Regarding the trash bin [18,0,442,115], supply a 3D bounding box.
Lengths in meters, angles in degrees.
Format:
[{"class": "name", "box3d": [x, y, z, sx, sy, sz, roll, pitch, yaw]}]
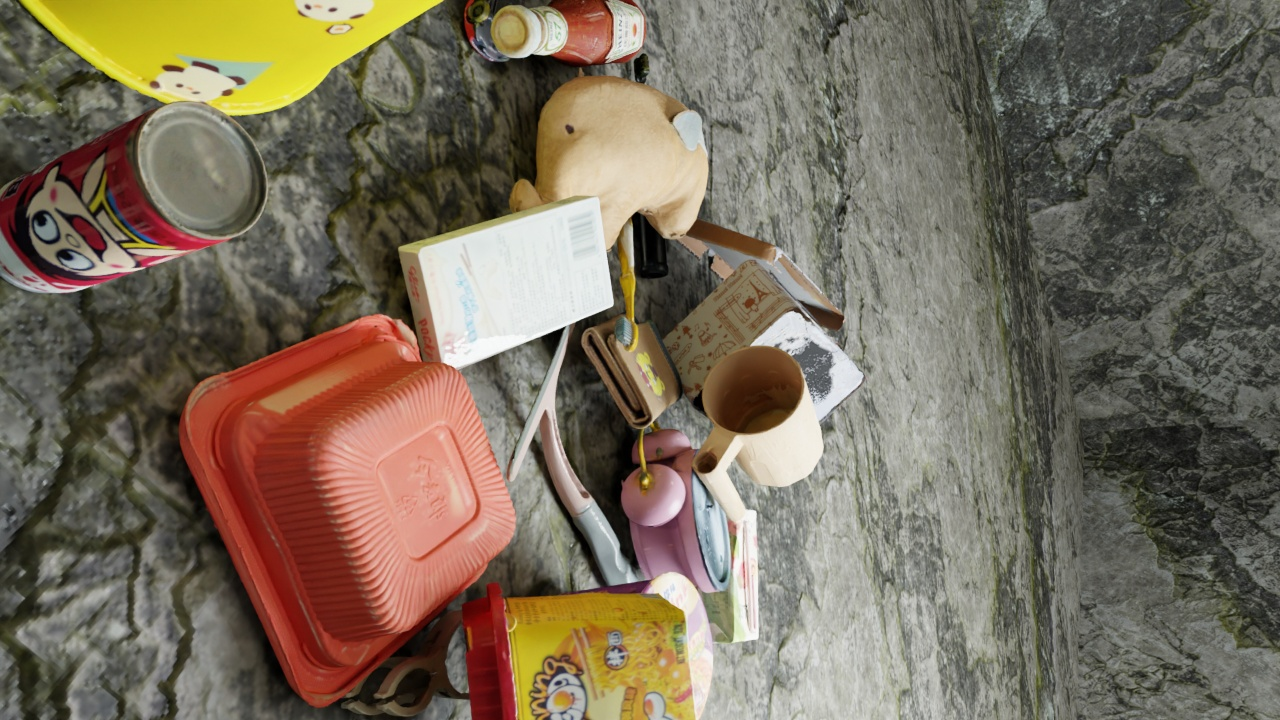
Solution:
[{"class": "trash bin", "box3d": [-0.146, -0.260, 0.422, 0.229, 0.256, 0.229, 17, 69, -54]}]

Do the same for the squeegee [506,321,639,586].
[{"class": "squeegee", "box3d": [-0.042, 0.103, 0.696, 0.247, 0.040, 0.250, -77, 152, -60]}]

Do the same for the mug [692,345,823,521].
[{"class": "mug", "box3d": [0.095, 0.065, 0.765, 0.124, 0.084, 0.103, -56, 145, -17]}]

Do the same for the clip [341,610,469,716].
[{"class": "clip", "box3d": [-0.132, 0.185, 0.546, 0.097, 0.034, 0.061, -1, 82, -62]}]

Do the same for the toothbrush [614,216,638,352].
[{"class": "toothbrush", "box3d": [-0.014, -0.071, 0.746, 0.018, 0.016, 0.191, 40, 28, -31]}]

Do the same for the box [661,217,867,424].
[{"class": "box", "box3d": [0.097, -0.040, 0.892, 0.183, 0.156, 0.192, 36, 13, -48]}]

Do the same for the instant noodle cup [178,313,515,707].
[{"class": "instant noodle cup", "box3d": [-0.144, 0.073, 0.511, 0.164, 0.079, 0.189, -38, 113, -54]}]

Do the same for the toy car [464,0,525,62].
[{"class": "toy car", "box3d": [-0.108, -0.277, 0.689, 0.049, 0.031, 0.106, 18, 79, -59]}]

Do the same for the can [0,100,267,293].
[{"class": "can", "box3d": [-0.217, -0.063, 0.379, 0.053, 0.133, 0.053, 19, 67, -54]}]

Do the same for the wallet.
[{"class": "wallet", "box3d": [-0.004, 0.004, 0.741, 0.090, 0.033, 0.115, 60, 17, 0]}]

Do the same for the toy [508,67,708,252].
[{"class": "toy", "box3d": [-0.032, -0.159, 0.733, 0.225, 0.083, 0.143, -18, 92, -45]}]

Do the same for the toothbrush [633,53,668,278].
[{"class": "toothbrush", "box3d": [0.007, -0.182, 0.848, 0.026, 0.027, 0.212, 0, 81, -21]}]

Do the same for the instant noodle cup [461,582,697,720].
[{"class": "instant noodle cup", "box3d": [-0.037, 0.186, 0.533, 0.123, 0.116, 0.116, -5, 86, -12]}]

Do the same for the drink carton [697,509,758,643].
[{"class": "drink carton", "box3d": [0.084, 0.200, 0.859, 0.053, 0.046, 0.122, 20, 67, -55]}]

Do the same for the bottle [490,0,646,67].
[{"class": "bottle", "box3d": [-0.054, -0.258, 0.717, 0.205, 0.060, 0.060, -44, 120, -62]}]

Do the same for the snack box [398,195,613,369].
[{"class": "snack box", "box3d": [-0.085, -0.056, 0.628, 0.156, 0.027, 0.085, -25, 117, -40]}]

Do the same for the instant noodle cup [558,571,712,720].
[{"class": "instant noodle cup", "box3d": [-0.017, 0.208, 0.653, 0.111, 0.099, 0.111, 22, 63, -55]}]

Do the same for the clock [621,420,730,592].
[{"class": "clock", "box3d": [0.027, 0.119, 0.752, 0.117, 0.060, 0.158, -73, 149, -61]}]
